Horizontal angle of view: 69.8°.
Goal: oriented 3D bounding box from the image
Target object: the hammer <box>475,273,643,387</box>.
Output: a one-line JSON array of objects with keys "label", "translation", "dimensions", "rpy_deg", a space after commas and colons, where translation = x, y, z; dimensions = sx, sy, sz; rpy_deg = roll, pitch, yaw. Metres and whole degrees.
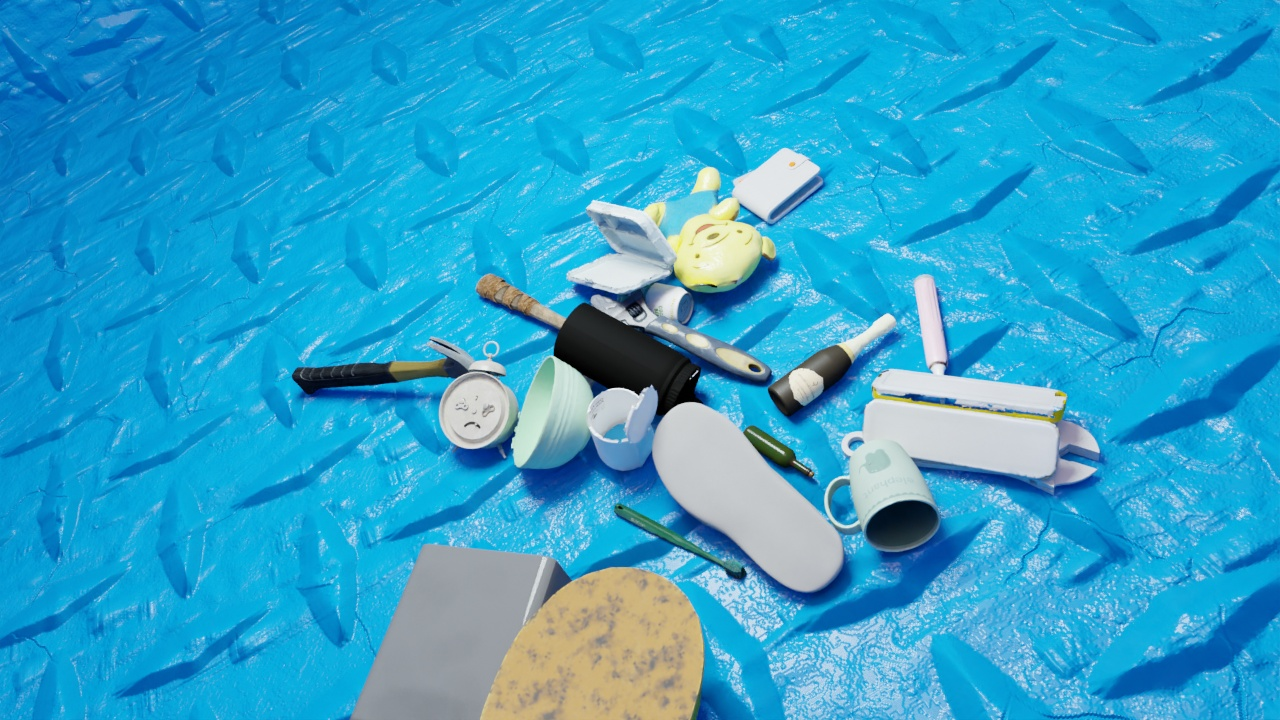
[{"label": "hammer", "translation": [-0.139, -0.065, 1.361], "dimensions": [0.319, 0.049, 0.121], "rpy_deg": [27, 69, 38]}]

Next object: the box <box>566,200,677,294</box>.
[{"label": "box", "translation": [-0.046, -0.144, 1.313], "dimensions": [0.127, 0.106, 0.215], "rpy_deg": [-46, 25, -7]}]

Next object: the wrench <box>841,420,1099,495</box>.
[{"label": "wrench", "translation": [0.367, 0.098, 1.041], "dimensions": [0.274, 0.018, 0.086], "rpy_deg": [4, 55, 26]}]

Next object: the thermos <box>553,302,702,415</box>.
[{"label": "thermos", "translation": [-0.007, 0.007, 1.193], "dimensions": [0.199, 0.086, 0.086], "rpy_deg": [28, 66, 15]}]

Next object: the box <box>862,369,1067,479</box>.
[{"label": "box", "translation": [0.359, 0.062, 1.027], "dimensions": [0.210, 0.057, 0.117], "rpy_deg": [8, 63, 29]}]

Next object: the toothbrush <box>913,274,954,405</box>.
[{"label": "toothbrush", "translation": [0.363, -0.017, 1.130], "dimensions": [0.027, 0.027, 0.222], "rpy_deg": [-18, 47, 27]}]

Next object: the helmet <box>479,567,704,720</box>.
[{"label": "helmet", "translation": [-0.030, 0.348, 0.919], "dimensions": [0.205, 0.131, 0.254], "rpy_deg": [22, 64, 34]}]

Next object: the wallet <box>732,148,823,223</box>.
[{"label": "wallet", "translation": [0.201, -0.273, 1.397], "dimensions": [0.118, 0.037, 0.115], "rpy_deg": [-39, 49, -7]}]

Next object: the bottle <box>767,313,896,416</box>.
[{"label": "bottle", "translation": [0.245, 0.000, 1.150], "dimensions": [0.184, 0.045, 0.045], "rpy_deg": [-35, 48, -8]}]

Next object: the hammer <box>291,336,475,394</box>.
[{"label": "hammer", "translation": [-0.381, 0.018, 1.355], "dimensions": [0.334, 0.118, 0.025], "rpy_deg": [-4, 47, 26]}]

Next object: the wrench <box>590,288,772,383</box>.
[{"label": "wrench", "translation": [0.050, -0.034, 1.230], "dimensions": [0.273, 0.022, 0.073], "rpy_deg": [26, 72, 20]}]

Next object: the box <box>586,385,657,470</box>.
[{"label": "box", "translation": [-0.020, 0.074, 1.120], "dimensions": [0.092, 0.166, 0.083], "rpy_deg": [28, 69, 22]}]

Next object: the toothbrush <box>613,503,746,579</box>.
[{"label": "toothbrush", "translation": [0.043, 0.209, 1.080], "dimensions": [0.190, 0.017, 0.016], "rpy_deg": [22, 63, 34]}]

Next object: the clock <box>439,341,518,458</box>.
[{"label": "clock", "translation": [-0.213, 0.052, 1.259], "dimensions": [0.103, 0.061, 0.156], "rpy_deg": [4, 80, 18]}]

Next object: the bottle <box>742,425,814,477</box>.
[{"label": "bottle", "translation": [0.167, 0.112, 1.104], "dimensions": [0.025, 0.025, 0.106], "rpy_deg": [-44, 50, -16]}]

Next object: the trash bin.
[{"label": "trash bin", "translation": [-0.193, 0.330, 1.024], "dimensions": [0.192, 0.098, 0.219], "rpy_deg": [1, 52, 22]}]

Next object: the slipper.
[{"label": "slipper", "translation": [0.126, 0.159, 1.060], "dimensions": [0.266, 0.080, 0.113], "rpy_deg": [40, 95, 25]}]

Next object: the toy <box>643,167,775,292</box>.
[{"label": "toy", "translation": [0.097, -0.174, 1.327], "dimensions": [0.149, 0.084, 0.214], "rpy_deg": [-31, 50, -3]}]

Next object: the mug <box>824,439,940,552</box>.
[{"label": "mug", "translation": [0.256, 0.147, 1.003], "dimensions": [0.111, 0.084, 0.103], "rpy_deg": [-22, 38, 12]}]

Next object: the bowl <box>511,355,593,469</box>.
[{"label": "bowl", "translation": [-0.105, 0.075, 1.186], "dimensions": [0.077, 0.151, 0.150], "rpy_deg": [19, 50, -18]}]

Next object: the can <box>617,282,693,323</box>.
[{"label": "can", "translation": [0.020, -0.083, 1.301], "dimensions": [0.102, 0.055, 0.054], "rpy_deg": [14, 59, 30]}]
